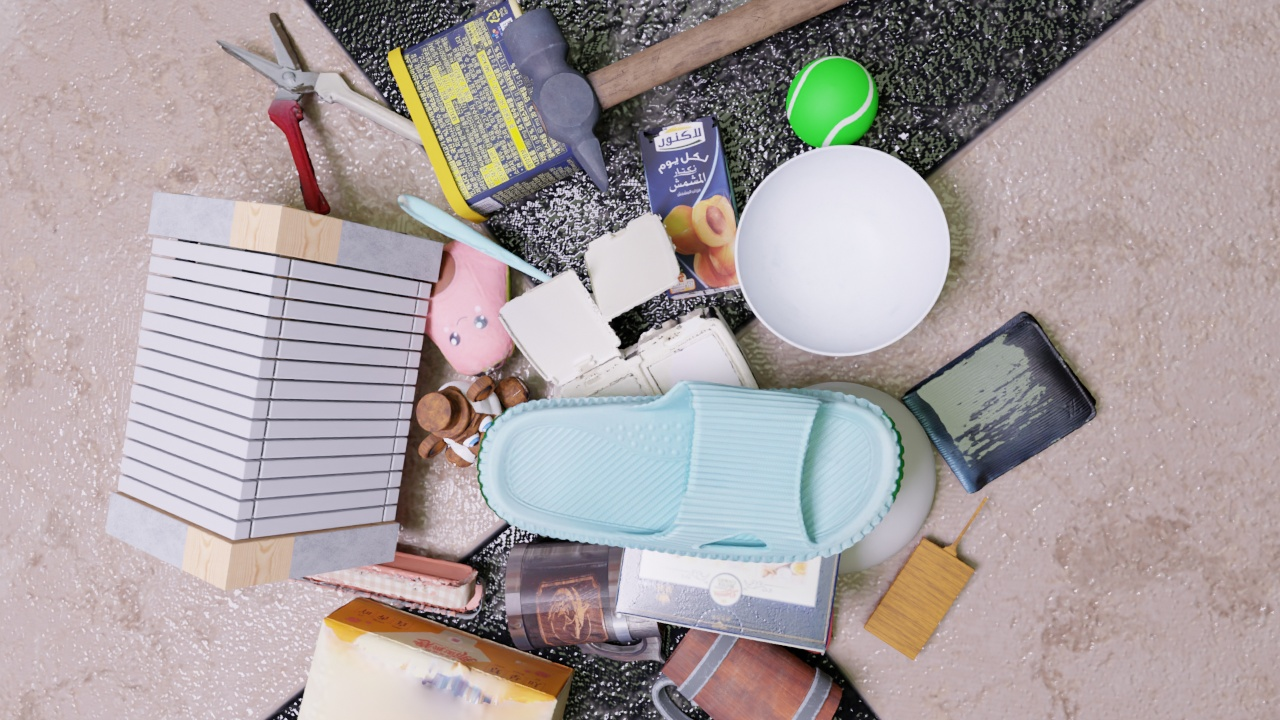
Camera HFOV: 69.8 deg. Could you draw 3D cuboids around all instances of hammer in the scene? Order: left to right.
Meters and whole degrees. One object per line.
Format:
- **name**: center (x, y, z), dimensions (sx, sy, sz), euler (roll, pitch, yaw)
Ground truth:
- **hammer**: center (0.074, -0.238, 0.657), dimensions (0.321, 0.040, 0.129), euler (-26, 92, -6)

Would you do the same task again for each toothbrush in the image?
- **toothbrush**: center (-0.101, -0.079, 0.696), dimensions (0.180, 0.017, 0.016), euler (28, 80, -15)

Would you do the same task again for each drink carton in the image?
- **drink carton**: center (0.040, -0.115, 0.695), dimensions (0.064, 0.040, 0.130), euler (-10, 89, 8)

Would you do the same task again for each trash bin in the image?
- **trash bin**: center (-0.265, 0.017, 0.672), dimensions (0.143, 0.142, 0.247), euler (11, 93, 32)

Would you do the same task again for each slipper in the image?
- **slipper**: center (0.025, 0.070, 0.576), dimensions (0.276, 0.069, 0.116), euler (1, 89, 9)

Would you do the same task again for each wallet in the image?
- **wallet**: center (0.263, 0.031, 0.669), dimensions (0.115, 0.026, 0.089), euler (-36, 87, 8)

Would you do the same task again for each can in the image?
- **can**: center (-0.112, -0.190, 0.702), dimensions (0.104, 0.075, 0.135), euler (-24, 87, 6)

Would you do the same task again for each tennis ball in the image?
- **tennis ball**: center (0.139, -0.187, 0.665), dimensions (0.065, 0.065, 0.065), euler (0, 91, 9)

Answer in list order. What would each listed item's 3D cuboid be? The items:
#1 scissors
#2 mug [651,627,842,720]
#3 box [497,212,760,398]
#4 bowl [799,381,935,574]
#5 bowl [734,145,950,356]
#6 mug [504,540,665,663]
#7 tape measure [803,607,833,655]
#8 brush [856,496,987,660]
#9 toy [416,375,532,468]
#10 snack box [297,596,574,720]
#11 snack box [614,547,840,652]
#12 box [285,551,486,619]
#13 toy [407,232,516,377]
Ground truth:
- **scissors**: center (-0.253, -0.200, 0.738), dimensions (0.179, 0.015, 0.198), euler (0, 69, -8)
- **mug**: center (0.071, 0.251, 0.685), dimensions (0.111, 0.081, 0.118), euler (37, 120, 10)
- **box**: center (-0.004, 0.004, 0.659), dimensions (0.143, 0.080, 0.180), euler (-29, 111, 8)
- **bowl**: center (0.144, 0.093, 0.665), dimensions (0.149, 0.043, 0.149), euler (1, 103, 2)
- **bowl**: center (0.142, -0.075, 0.662), dimensions (0.144, 0.074, 0.144), euler (0, 91, 9)
- **mug**: center (-0.036, 0.190, 0.702), dimensions (0.107, 0.079, 0.116), euler (-6, 118, 8)
- **tape measure**: center (0.123, 0.189, 0.698), dimensions (0.059, 0.019, 0.051), euler (27, 93, 1)
- **brush**: center (0.218, 0.158, 0.683), dimensions (0.048, 0.017, 0.126), euler (32, 96, 7)
- **toy**: center (-0.123, 0.047, 0.691), dimensions (0.067, 0.112, 0.087), euler (44, 98, 18)
- **snack box**: center (-0.167, 0.288, 0.715), dimensions (0.195, 0.080, 0.145), euler (16, 94, 9)
- **snack box**: center (0.065, 0.110, 0.624), dimensions (0.144, 0.042, 0.145), euler (9, 89, 7)
- **box**: center (-0.218, 0.174, 0.736), dimensions (0.187, 0.056, 0.067), euler (8, 124, 10)
- **toy**: center (-0.133, -0.041, 0.717), dimensions (0.090, 0.051, 0.110), euler (-29, 83, 5)
